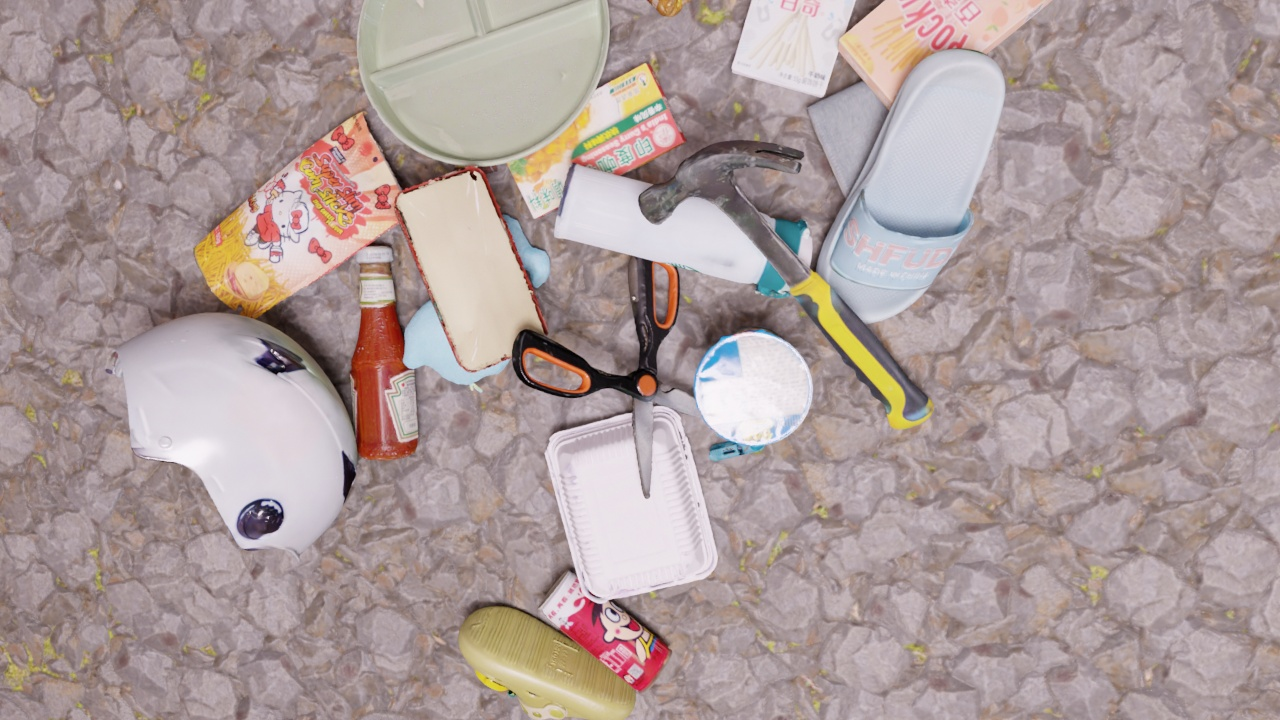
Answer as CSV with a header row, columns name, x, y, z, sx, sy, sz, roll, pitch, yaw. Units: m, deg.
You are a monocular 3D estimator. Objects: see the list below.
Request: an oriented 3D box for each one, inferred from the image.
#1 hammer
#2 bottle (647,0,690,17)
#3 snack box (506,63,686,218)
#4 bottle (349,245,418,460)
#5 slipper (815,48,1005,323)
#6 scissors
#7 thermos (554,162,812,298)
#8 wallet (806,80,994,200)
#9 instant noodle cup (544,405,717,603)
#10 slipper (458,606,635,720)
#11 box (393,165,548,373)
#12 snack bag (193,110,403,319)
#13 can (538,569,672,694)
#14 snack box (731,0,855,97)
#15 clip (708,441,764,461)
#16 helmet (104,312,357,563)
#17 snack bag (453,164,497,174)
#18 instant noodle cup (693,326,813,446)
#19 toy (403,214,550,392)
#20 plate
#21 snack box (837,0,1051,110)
name,x,y,z,sx,sy,sz,roll,pitch,yaw
hammer,0.148,-0.054,0.766,0.126,0.031,0.323,-28,119,34
bottle,-0.020,-0.372,0.777,0.175,0.057,0.057,45,105,-1
snack box,-0.045,-0.197,0.833,0.156,0.027,0.077,-25,98,14
bottle,-0.253,-0.007,0.892,0.060,0.059,0.206,-1,96,10
slipper,0.225,-0.127,0.747,0.104,0.074,0.246,10,126,-8
scissors,-0.006,0.005,0.823,0.230,0.022,0.220,23,72,-25
thermos,0.040,-0.111,0.805,0.224,0.073,0.073,14,103,-3
wallet,0.222,-0.196,0.783,0.130,0.037,0.106,-24,95,12
instant noodle cup,-0.009,0.140,0.862,0.138,0.060,0.173,-14,94,3
slipper,-0.100,0.321,0.918,0.190,0.091,0.082,24,106,1
box,-0.150,-0.078,0.805,0.091,0.078,0.168,-23,97,-11
snack bag,-0.318,-0.133,0.870,0.208,0.073,0.128,-32,72,13
can,-0.036,0.268,0.913,0.133,0.053,0.053,39,105,0
snack box,0.140,-0.312,0.779,0.085,0.026,0.157,18,105,6
clip,0.092,0.082,0.871,0.057,0.046,0.014,-14,99,13
helmet,-0.353,0.056,0.853,0.145,0.229,0.259,-42,125,-13
snack bag,-0.167,-0.221,0.849,0.048,0.026,0.104,-12,99,16
instant noodle cup,0.100,0.012,0.809,0.099,0.109,0.099,2,102,8
toy,-0.156,-0.049,0.871,0.161,0.050,0.156,-16,94,1
plate,-0.138,-0.283,0.811,0.230,0.027,0.230,0,90,9
snack box,0.248,-0.277,0.745,0.157,0.026,0.084,-39,85,7
